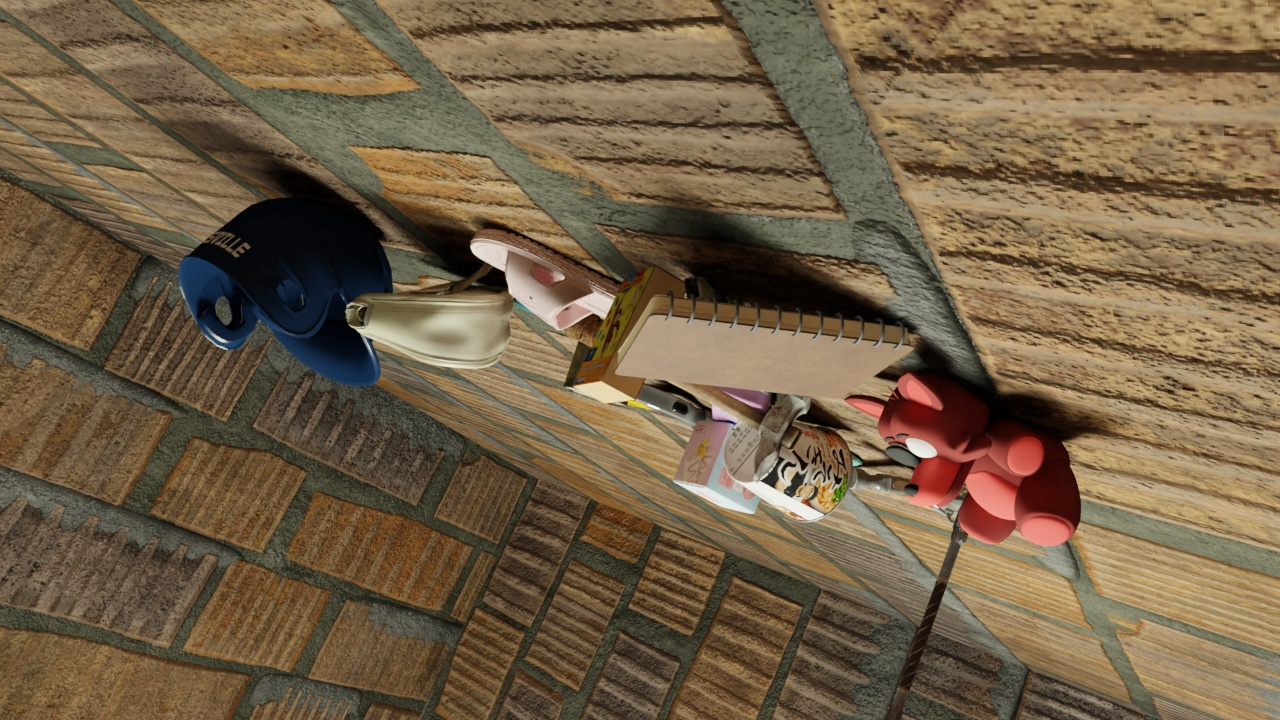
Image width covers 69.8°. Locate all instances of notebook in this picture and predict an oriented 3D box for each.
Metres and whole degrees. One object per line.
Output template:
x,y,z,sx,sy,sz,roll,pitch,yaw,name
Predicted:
0.103,-0.009,0.805,0.225,0.024,0.168,7,160,-11,notebook

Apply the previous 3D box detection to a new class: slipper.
-0.081,-0.067,1.011,0.239,0.064,0.094,24,167,-1,slipper

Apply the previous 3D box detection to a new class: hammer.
-0.030,0.055,1.428,0.169,0.034,0.325,26,171,-30,hammer
0.280,0.168,1.294,0.119,0.030,0.332,10,172,-14,hammer
0.042,0.019,1.072,0.319,0.121,0.049,29,169,20,hammer
0.323,0.268,1.009,0.044,0.321,0.099,31,165,-24,hammer

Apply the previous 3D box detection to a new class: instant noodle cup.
0.172,0.122,1.113,0.121,0.123,0.124,25,169,-40,instant noodle cup

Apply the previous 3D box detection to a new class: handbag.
-0.238,-0.076,1.127,0.184,0.132,0.228,10,-173,14,handbag

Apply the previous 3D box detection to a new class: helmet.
-0.426,-0.082,1.195,0.233,0.222,0.272,-4,119,44,helmet

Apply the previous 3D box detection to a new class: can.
-0.049,0.014,1.212,0.090,0.074,0.090,17,172,2,can

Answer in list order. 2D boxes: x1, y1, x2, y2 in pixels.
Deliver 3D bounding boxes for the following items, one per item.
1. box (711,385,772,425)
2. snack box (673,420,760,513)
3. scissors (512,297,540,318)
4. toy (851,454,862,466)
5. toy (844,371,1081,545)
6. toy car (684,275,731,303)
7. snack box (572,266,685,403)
0.131,0.062,1.188,0.076,0.033,0.214,20,166,12,box
0.114,0.143,1.244,0.093,0.094,0.080,30,165,-29,snack box
-0.099,-0.055,1.174,0.138,0.019,0.136,25,174,-32,scissors
0.241,0.128,1.249,0.085,0.033,0.105,21,169,-32,toy
0.292,0.085,0.841,0.197,0.120,0.158,34,169,0,toy
0.072,-0.043,0.875,0.033,0.048,0.105,-17,150,20,toy car
-0.011,-0.023,0.918,0.040,0.125,0.088,29,166,-17,snack box
